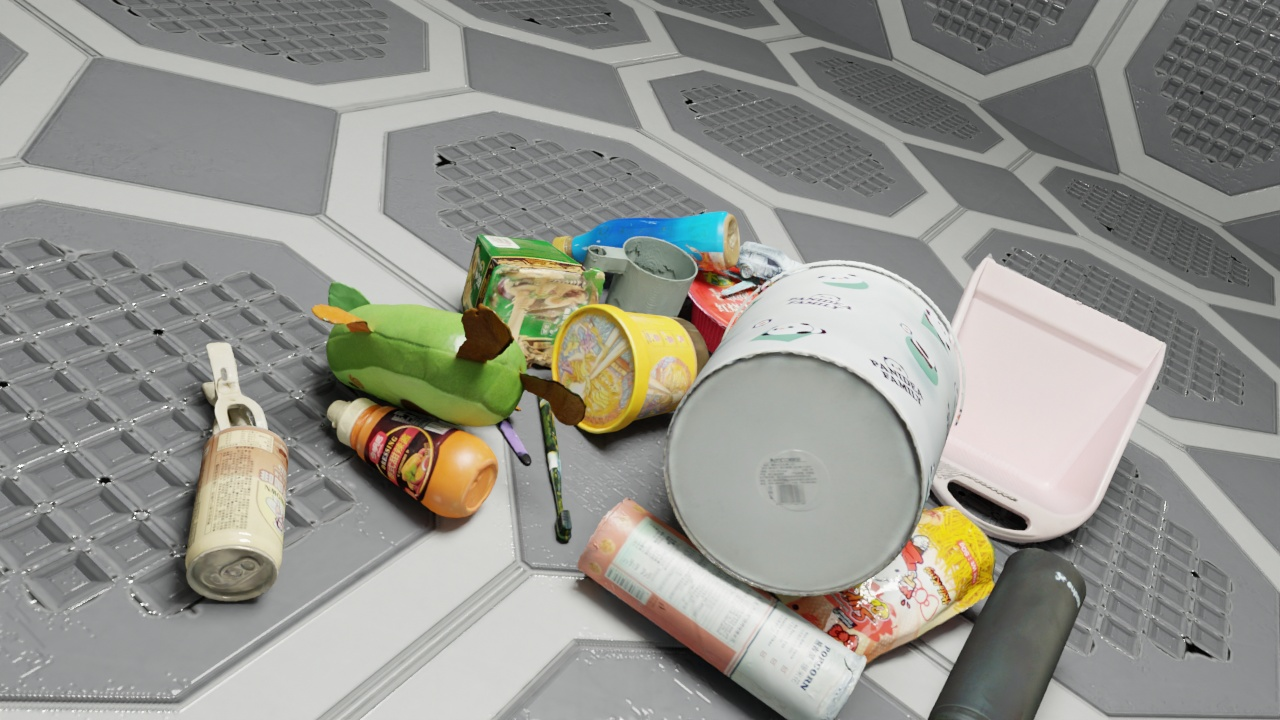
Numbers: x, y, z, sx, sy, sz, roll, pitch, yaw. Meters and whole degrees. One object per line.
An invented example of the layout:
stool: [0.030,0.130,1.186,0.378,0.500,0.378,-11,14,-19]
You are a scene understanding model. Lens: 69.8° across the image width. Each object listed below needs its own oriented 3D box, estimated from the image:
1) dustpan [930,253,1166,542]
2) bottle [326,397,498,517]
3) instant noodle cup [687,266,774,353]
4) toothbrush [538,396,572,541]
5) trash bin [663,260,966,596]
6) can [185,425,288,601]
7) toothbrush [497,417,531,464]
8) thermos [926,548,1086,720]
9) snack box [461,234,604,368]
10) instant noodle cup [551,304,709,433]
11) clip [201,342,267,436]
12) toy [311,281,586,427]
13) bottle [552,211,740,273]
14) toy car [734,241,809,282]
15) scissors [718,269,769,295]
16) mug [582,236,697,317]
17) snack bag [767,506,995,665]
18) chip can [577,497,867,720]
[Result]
dustpan: [0.418,0.049,0.975,0.222,0.273,0.138,25,9,9]
bottle: [-0.188,0.069,0.731,0.149,0.067,0.066,24,33,17]
instant noodle cup: [0.131,-0.046,1.067,0.193,0.066,0.193,15,33,-10]
toothbrush: [-0.076,0.084,0.808,0.012,0.017,0.185,3,37,-15]
trash bin: [0.141,0.049,0.745,0.229,0.230,0.251,29,22,11]
can: [-0.276,0.102,0.631,0.058,0.059,0.116,7,37,-22]
toothbrush: [-0.146,0.030,0.852,0.014,0.017,0.189,-17,52,-29]
thermos: [0.285,0.255,0.717,0.241,0.069,0.090,-39,103,-41]
snack box: [-0.120,-0.068,0.911,0.118,0.118,0.105,1,34,-33]
instant noodle cup: [-0.005,0.005,0.878,0.114,0.119,0.118,-5,41,-45]
clip: [-0.321,0.037,0.716,0.034,0.070,0.100,-10,52,-37]
toy: [-0.167,0.001,0.746,0.247,0.089,0.227,7,-21,37]
bottle: [0.002,-0.132,1.049,0.219,0.065,0.065,1,27,22]
toy car: [0.151,-0.108,1.049,0.090,0.034,0.042,20,30,10]
scissors: [0.137,-0.093,1.064,0.133,0.017,0.133,22,36,6]
mug: [-0.013,-0.070,0.983,0.123,0.104,0.083,4,38,-24]
snack bag: [0.204,0.188,0.794,0.207,0.073,0.128,-11,46,-29]
chip can: [0.057,0.189,0.688,0.215,0.071,0.071,32,35,15]
